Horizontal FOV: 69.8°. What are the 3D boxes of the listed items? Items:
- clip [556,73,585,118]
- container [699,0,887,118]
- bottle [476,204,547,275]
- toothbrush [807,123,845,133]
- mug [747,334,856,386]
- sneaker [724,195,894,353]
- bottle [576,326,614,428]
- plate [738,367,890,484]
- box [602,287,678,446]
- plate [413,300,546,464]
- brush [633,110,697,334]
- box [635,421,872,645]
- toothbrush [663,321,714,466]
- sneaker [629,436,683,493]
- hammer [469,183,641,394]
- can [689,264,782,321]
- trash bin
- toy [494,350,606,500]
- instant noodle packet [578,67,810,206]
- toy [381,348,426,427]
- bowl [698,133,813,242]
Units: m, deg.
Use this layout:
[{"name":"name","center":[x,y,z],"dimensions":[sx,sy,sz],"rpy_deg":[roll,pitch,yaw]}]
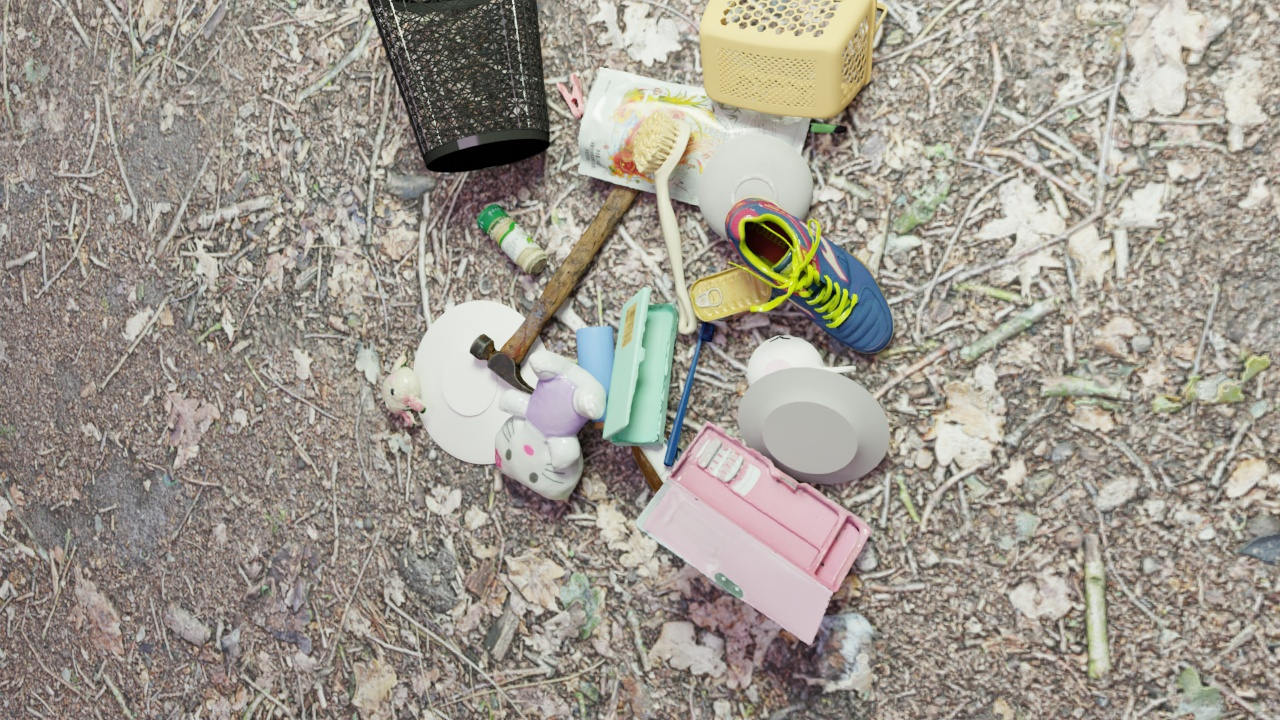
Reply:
[{"name":"clip","center":[-0.092,-0.346,1.211],"dimensions":[0.035,0.022,0.057],"rpy_deg":[-23,84,18]},{"name":"container","center":[0.173,-0.370,1.048],"dimensions":[0.183,0.129,0.166],"rpy_deg":[15,55,22]},{"name":"bottle","center":[-0.173,-0.162,1.238],"dimensions":[0.110,0.042,0.043],"rpy_deg":[45,107,16]},{"name":"toothbrush","center":[0.154,-0.284,1.109],"dimensions":[0.188,0.017,0.014],"rpy_deg":[9,103,22]},{"name":"mug","center":[0.186,0.014,1.066],"dimensions":[0.124,0.076,0.090],"rpy_deg":[-5,89,23]},{"name":"sneaker","center":[0.188,-0.083,1.017],"dimensions":[0.242,0.091,0.116],"rpy_deg":[38,105,-10]},{"name":"bottle","center":[-0.055,0.023,1.187],"dimensions":[0.048,0.048,0.131],"rpy_deg":[-4,89,23]},{"name":"plate","center":[0.194,0.083,1.043],"dimensions":[0.173,0.019,0.173],"rpy_deg":[12,130,14]},{"name":"box","center":[-0.010,0.005,1.114],"dimensions":[0.077,0.079,0.188],"rpy_deg":[-2,66,25]},{"name":"plate","center":[-0.230,0.031,1.272],"dimensions":[0.230,0.030,0.229],"rpy_deg":[0,91,23]},{"name":"brush","center":[0.039,-0.160,1.101],"dimensions":[0.077,0.062,0.272],"rpy_deg":[-13,109,-17]},{"name":"box","center":[0.127,0.195,1.048],"dimensions":[0.233,0.179,0.055],"rpy_deg":[35,148,8]},{"name":"toothbrush","center":[0.060,0.039,1.116],"dimensions":[0.017,0.016,0.189],"rpy_deg":[12,71,15]},{"name":"sneaker","center":[0.076,0.161,1.129],"dimensions":[0.079,0.087,0.235],"rpy_deg":[-35,71,-16]},{"name":"hammer","center":[-0.087,-0.107,1.198],"dimensions":[0.120,0.033,0.330],"rpy_deg":[37,100,6]},{"name":"can","center":[0.116,-0.081,1.105],"dimensions":[0.100,0.059,0.054],"rpy_deg":[-16,84,22]},{"name":"trash bin","center":[-0.221,-0.381,1.174],"dimensions":[0.217,0.216,0.243],"rpy_deg":[-11,93,23]},{"name":"toy","center":[-0.117,0.083,1.173],"dimensions":[0.137,0.085,0.210],"rpy_deg":[38,129,13]},{"name":"instant noodle packet","center":[0.060,-0.262,1.117],"dimensions":[0.269,0.057,0.147],"rpy_deg":[16,107,13]},{"name":"toy","center":[-0.340,0.040,1.306],"dimensions":[0.087,0.050,0.112],"rpy_deg":[-40,71,50]},{"name":"bowl","center":[0.133,-0.194,1.068],"dimensions":[0.132,0.064,0.132],"rpy_deg":[3,109,8]}]
